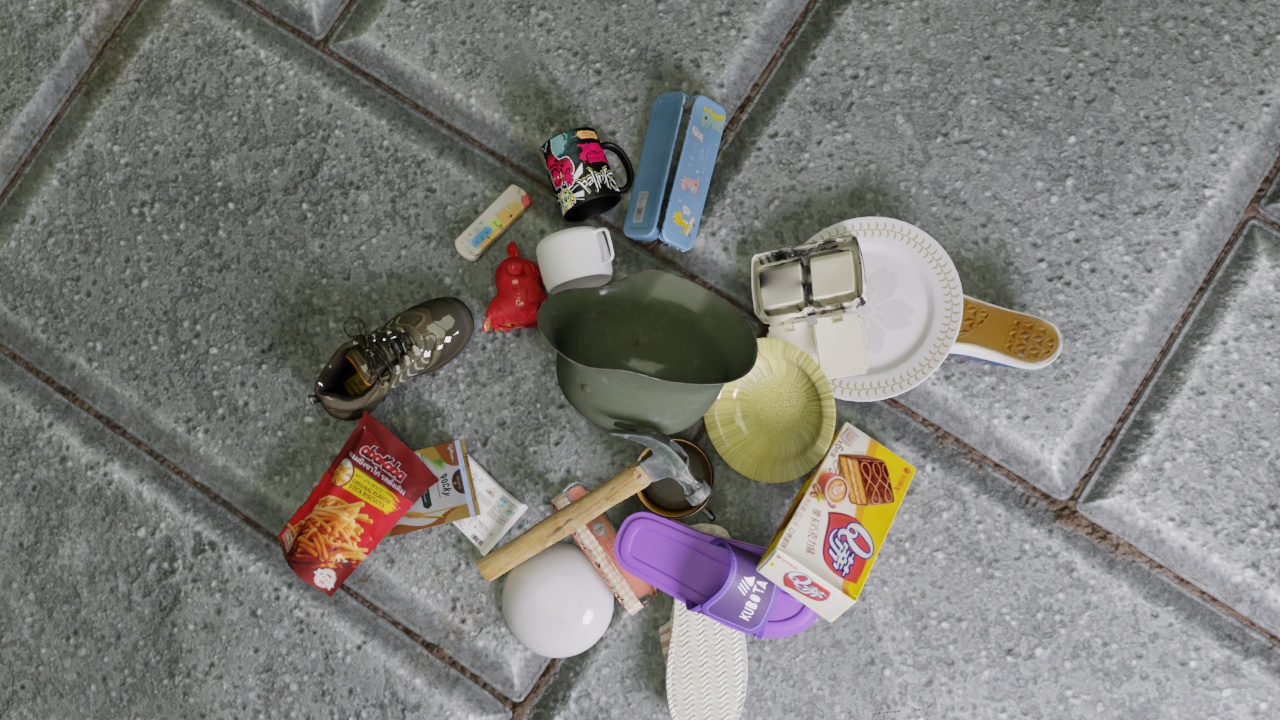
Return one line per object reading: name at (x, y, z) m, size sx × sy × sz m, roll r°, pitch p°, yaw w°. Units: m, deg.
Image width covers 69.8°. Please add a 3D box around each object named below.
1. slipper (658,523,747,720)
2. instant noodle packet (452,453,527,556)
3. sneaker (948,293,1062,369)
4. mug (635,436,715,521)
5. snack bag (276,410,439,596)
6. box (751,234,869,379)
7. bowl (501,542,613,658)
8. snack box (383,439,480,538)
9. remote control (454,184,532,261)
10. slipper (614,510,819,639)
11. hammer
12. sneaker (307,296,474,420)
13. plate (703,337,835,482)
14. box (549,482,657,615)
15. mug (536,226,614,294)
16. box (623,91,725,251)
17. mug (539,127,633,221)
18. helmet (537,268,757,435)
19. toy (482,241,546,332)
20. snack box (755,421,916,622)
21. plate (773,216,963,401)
slipper at (0.079, 0.342, 1.175) m, size 0.115 × 0.052 × 0.262 m, roll -1°, pitch 77°, yaw 7°
instant noodle packet at (-0.228, 0.183, 1.223) m, size 0.134 × 0.026 × 0.087 m, roll 41°, pitch 88°, yaw 7°
sneaker at (0.415, -0.040, 1.181) m, size 0.236 × 0.079 × 0.087 m, roll 14°, pitch 85°, yaw 23°
mug at (0.052, 0.156, 1.172) m, size 0.100 × 0.094 × 0.123 m, roll -43°, pitch 84°, yaw 1°
snack bag at (-0.371, 0.187, 1.189) m, size 0.139 × 0.066 × 0.208 m, roll 39°, pitch 88°, yaw 19°
box at (0.221, -0.062, 1.182) m, size 0.145 × 0.058 × 0.187 m, roll -8°, pitch 75°, yaw 23°
bowl at (-0.111, 0.314, 1.193) m, size 0.149 × 0.043 × 0.149 m, roll 0°, pitch 84°, yaw 4°
snack box at (-0.311, 0.176, 1.208) m, size 0.186 × 0.031 × 0.101 m, roll -15°, pitch 83°, yaw 14°
remote control at (-0.203, -0.189, 1.264) m, size 0.038 × 0.018 × 0.125 m, roll 44°, pitch 87°, yaw 7°
slipper at (0.091, 0.263, 1.113) m, size 0.266 × 0.084 × 0.107 m, roll 21°, pitch 89°, yaw 11°
hammer at (-0.081, 0.189, 1.134) m, size 0.331 × 0.033 × 0.132 m, roll -34°, pitch 102°, yaw 24°
sneaker at (-0.336, -0.013, 1.191) m, size 0.238 × 0.143 × 0.101 m, roll -37°, pitch 83°, yaw -1°
plate at (0.170, 0.063, 1.179) m, size 0.185 × 0.036 × 0.184 m, roll 4°, pitch 97°, yaw 34°
box at (-0.047, 0.243, 1.192) m, size 0.070 × 0.057 × 0.187 m, roll -33°, pitch 83°, yaw -32°
mug at (-0.079, -0.135, 1.204) m, size 0.116 × 0.094 × 0.068 m, roll -21°, pitch 80°, yaw 39°
box at (0.046, -0.257, 1.250) m, size 0.085 × 0.073 × 0.209 m, roll 17°, pitch 85°, yaw -35°
mug at (-0.065, -0.253, 1.236) m, size 0.117 × 0.082 × 0.098 m, roll -18°, pitch 82°, yaw -26°
helmet at (-0.007, 0.007, 1.149) m, size 0.268 × 0.226 × 0.154 m, roll 16°, pitch 127°, yaw -5°
toy at (-0.179, -0.098, 1.228) m, size 0.094 × 0.088 × 0.132 m, roll -21°, pitch 70°, yaw 19°
snack box at (0.242, 0.190, 1.111) m, size 0.110 × 0.062 × 0.229 m, roll 35°, pitch 50°, yaw 7°
plate at (0.290, -0.067, 1.186) m, size 0.243 × 0.016 × 0.242 m, roll -5°, pitch 80°, yaw 25°
